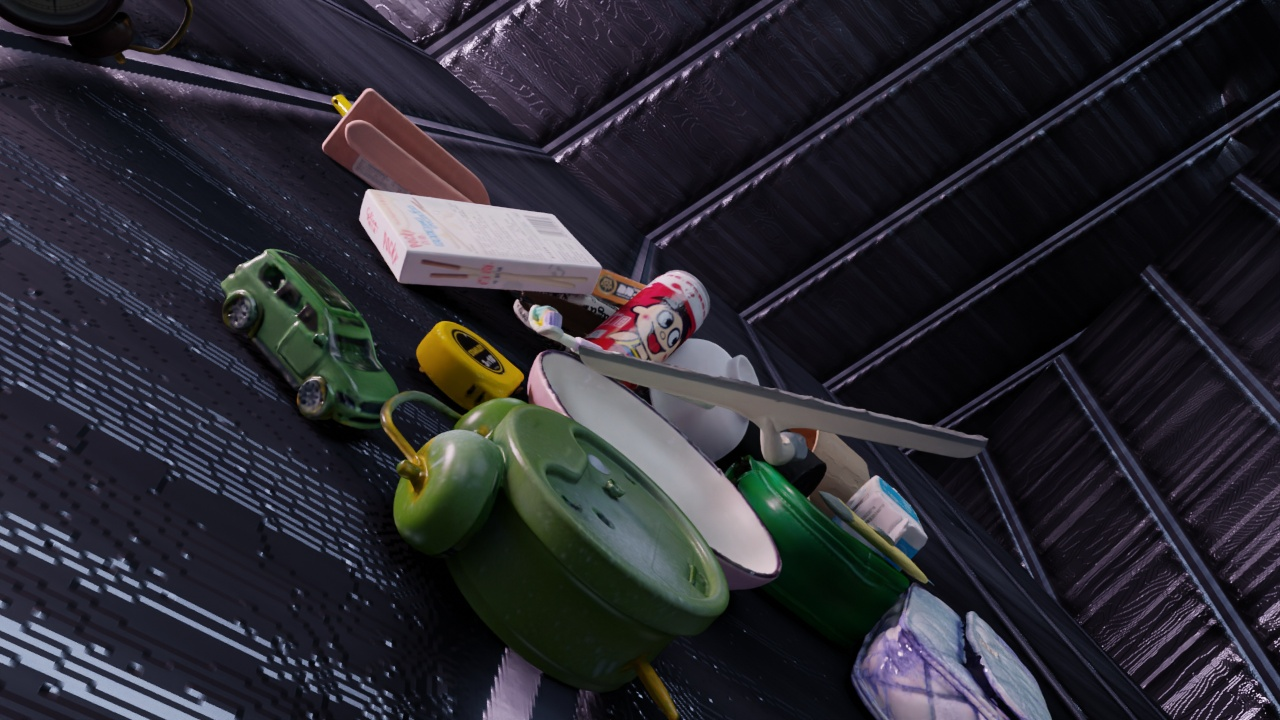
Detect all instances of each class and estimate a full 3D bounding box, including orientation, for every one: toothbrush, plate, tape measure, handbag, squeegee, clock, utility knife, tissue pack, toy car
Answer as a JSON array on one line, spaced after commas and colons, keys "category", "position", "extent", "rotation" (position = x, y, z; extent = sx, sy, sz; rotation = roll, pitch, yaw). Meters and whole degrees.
[{"category": "toothbrush", "position": [-0.245, -0.199, 0.862], "extent": [0.190, 0.016, 0.016], "rotation": [47, 17, 29]}, {"category": "plate", "position": [0.002, 0.071, 0.554], "extent": [0.192, 0.039, 0.192], "rotation": [40, 10, -9]}, {"category": "tape measure", "position": [-0.094, 0.007, 0.494], "extent": [0.057, 0.029, 0.060], "rotation": [42, 10, -4]}, {"category": "handbag", "position": [0.118, 0.132, 0.657], "extent": [0.131, 0.068, 0.120], "rotation": [38, 9, -22]}, {"category": "squeegee", "position": [0.099, 0.057, 0.654], "extent": [0.247, 0.039, 0.246], "rotation": [13, -8, 15]}, {"category": "clock", "position": [-0.303, -0.212, 0.489], "extent": [0.122, 0.082, 0.055], "rotation": [31, 19, -44]}, {"category": "clock", "position": [-0.037, 0.065, 0.372], "extent": [0.161, 0.056, 0.116], "rotation": [41, 9, -1]}, {"category": "toothbrush", "position": [-0.004, 0.004, 0.634], "extent": [0.189, 0.020, 0.029], "rotation": [27, 18, -45]}, {"category": "handbag", "position": [0.218, 0.223, 0.621], "extent": [0.134, 0.076, 0.193], "rotation": [44, 11, 15]}, {"category": "utility knife", "position": [0.176, 0.135, 0.661], "extent": [0.178, 0.019, 0.031], "rotation": [45, 3, -42]}, {"category": "tissue pack", "position": [0.196, 0.156, 0.790], "extent": [0.063, 0.090, 0.140], "rotation": [43, 9, 10]}, {"category": "toy car", "position": [-0.135, -0.008, 0.383], "extent": [0.091, 0.036, 0.043], "rotation": [48, 10, 15]}]

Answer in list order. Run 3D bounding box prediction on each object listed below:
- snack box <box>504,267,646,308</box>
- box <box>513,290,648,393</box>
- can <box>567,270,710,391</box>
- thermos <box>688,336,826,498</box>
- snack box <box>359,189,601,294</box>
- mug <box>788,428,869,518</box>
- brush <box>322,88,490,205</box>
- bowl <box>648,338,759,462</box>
[{"category": "snack box", "position": [-0.034, -0.054, 0.783], "extent": [0.153, 0.026, 0.075], "rotation": [18, -14, -17]}, {"category": "box", "position": [-0.035, -0.030, 0.753], "extent": [0.075, 0.077, 0.163], "rotation": [38, 7, 39]}, {"category": "can", "position": [0.000, -0.018, 0.698], "extent": [0.053, 0.053, 0.132], "rotation": [42, 47, 5]}, {"category": "thermos", "position": [0.074, 0.041, 0.879], "extent": [0.242, 0.068, 0.090], "rotation": [47, 16, 29]}, {"category": "snack box", "position": [-0.112, -0.083, 0.659], "extent": [0.156, 0.027, 0.084], "rotation": [0, 36, -38]}, {"category": "mug", "position": [0.178, 0.123, 0.940], "extent": [0.103, 0.084, 0.124], "rotation": [37, 35, -34]}, {"category": "brush", "position": [-0.184, -0.153, 0.759], "extent": [0.145, 0.063, 0.073], "rotation": [38, 6, -30]}, {"category": "bowl", "position": [0.060, 0.028, 0.750], "extent": [0.118, 0.065, 0.118], "rotation": [47, 33, -44]}]
